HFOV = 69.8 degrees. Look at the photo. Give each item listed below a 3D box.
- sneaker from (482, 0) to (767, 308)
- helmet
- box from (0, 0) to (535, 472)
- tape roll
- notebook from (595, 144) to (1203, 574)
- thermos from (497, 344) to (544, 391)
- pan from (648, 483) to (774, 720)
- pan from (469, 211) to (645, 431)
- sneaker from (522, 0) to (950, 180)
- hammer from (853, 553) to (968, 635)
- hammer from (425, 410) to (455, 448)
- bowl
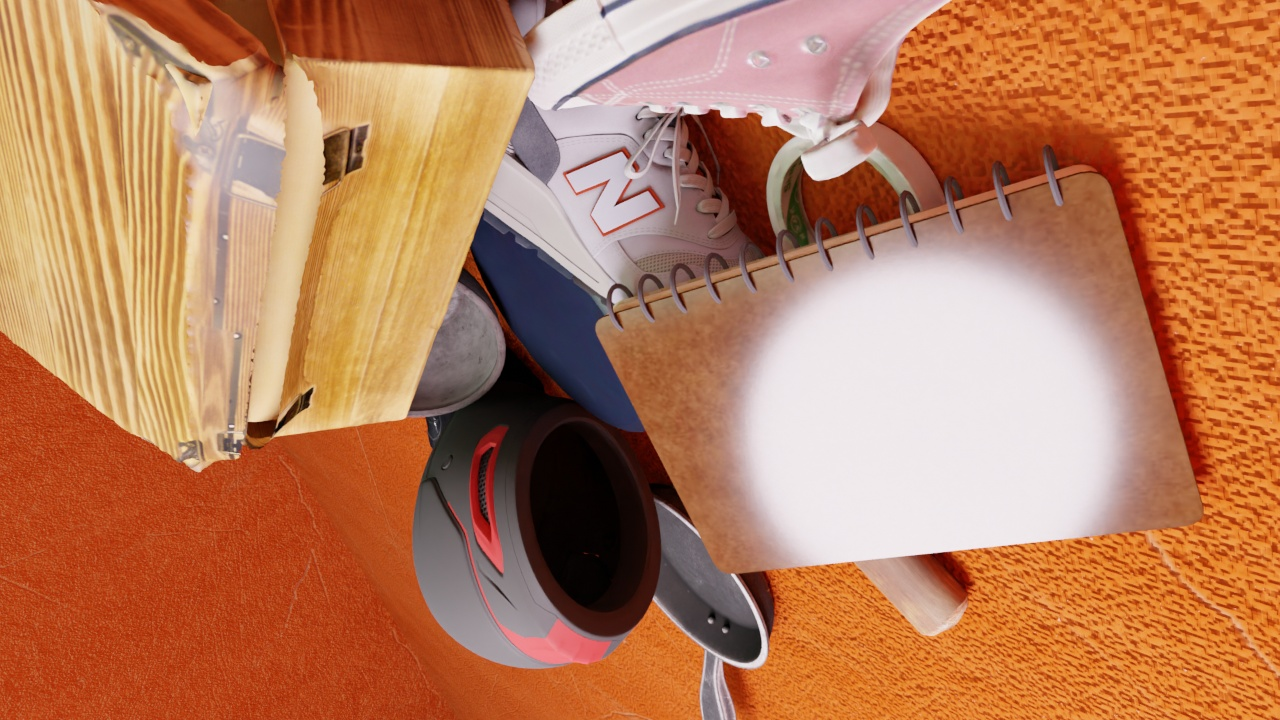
[{"bbox_3d":[-0.001,-0.103,0.465,0.240,0.088,0.124,30,122,6],"label":"sneaker"},{"bbox_3d":[-0.092,0.125,0.707,0.164,0.264,0.170,33,129,-31],"label":"helmet"},{"bbox_3d":[-0.226,-0.098,0.424,0.280,0.263,0.269,-54,53,48],"label":"box"},{"bbox_3d":[0.099,-0.067,0.428,0.094,0.018,0.094,38,148,28],"label":"tape roll"},{"bbox_3d":[0.103,0.015,0.408,0.226,0.024,0.167,-15,112,32],"label":"notebook"},{"bbox_3d":[-0.146,0.008,0.856,0.231,0.061,0.061,45,152,17],"label":"thermos"},{"bbox_3d":[0.060,0.248,0.814,0.187,0.055,0.357,22,139,46],"label":"pan"},{"bbox_3d":[-0.004,0.003,0.567,0.356,0.021,0.199,33,152,38],"label":"pan"},{"bbox_3d":[0.053,-0.121,0.341,0.242,0.118,0.088,-3,122,42],"label":"sneaker"},{"bbox_3d":[0.080,0.051,0.574,0.301,0.037,0.158,46,152,16],"label":"hammer"},{"bbox_3d":[-0.188,-0.061,0.738,0.025,0.117,0.334,40,145,49],"label":"hammer"},{"bbox_3d":[-0.172,-0.031,0.685,0.067,0.145,0.145,-94,-4,-48],"label":"bowl"}]
